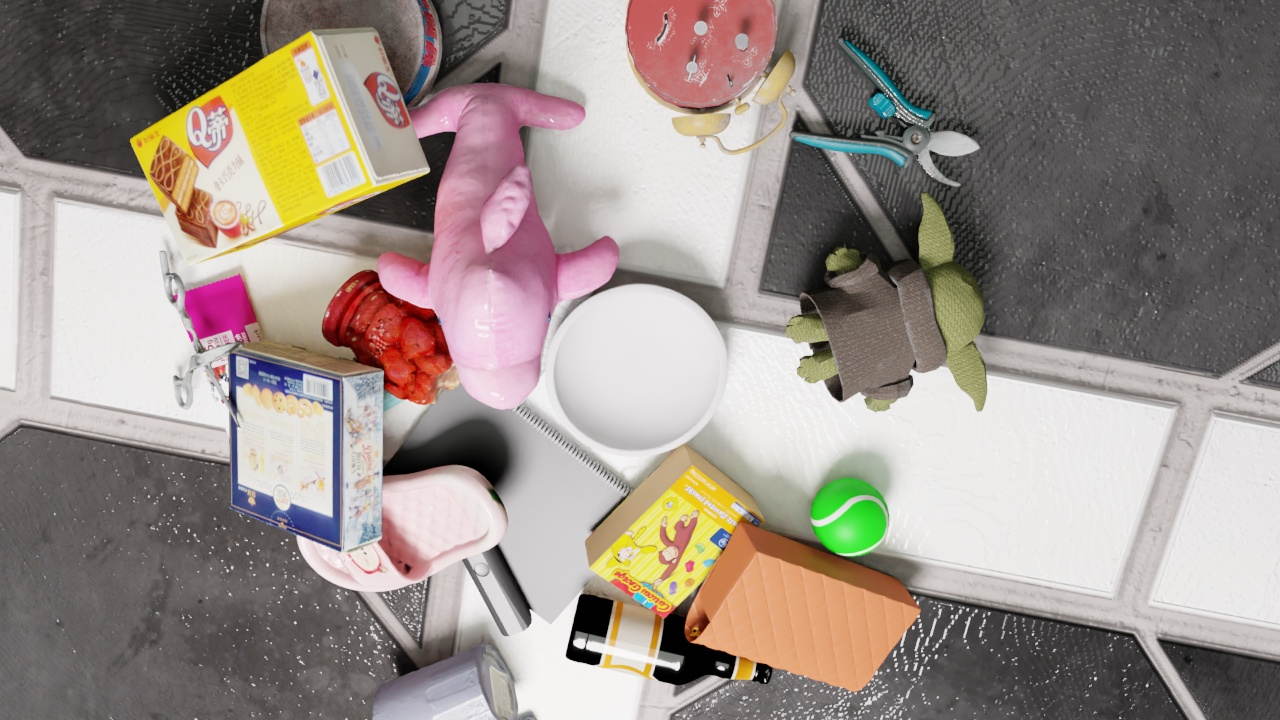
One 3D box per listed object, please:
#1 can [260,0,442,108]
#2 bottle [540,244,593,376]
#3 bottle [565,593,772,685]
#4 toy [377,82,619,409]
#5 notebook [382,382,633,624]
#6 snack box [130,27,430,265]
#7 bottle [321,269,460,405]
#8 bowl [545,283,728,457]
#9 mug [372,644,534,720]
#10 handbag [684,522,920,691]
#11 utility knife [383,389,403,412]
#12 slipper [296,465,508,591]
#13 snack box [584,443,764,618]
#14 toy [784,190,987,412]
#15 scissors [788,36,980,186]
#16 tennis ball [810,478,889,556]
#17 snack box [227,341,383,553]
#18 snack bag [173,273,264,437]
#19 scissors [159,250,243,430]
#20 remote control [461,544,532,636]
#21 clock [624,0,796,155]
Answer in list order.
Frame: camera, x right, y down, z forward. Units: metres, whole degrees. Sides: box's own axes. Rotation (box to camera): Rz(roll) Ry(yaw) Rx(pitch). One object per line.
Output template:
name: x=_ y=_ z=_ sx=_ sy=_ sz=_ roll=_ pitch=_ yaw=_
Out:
can: x=-0.224 y=-0.250 z=0.714 sx=0.130 sy=0.044 sz=0.130 roll=1 pitch=101 yaw=7
bottle: x=-0.082 y=-0.029 z=0.764 sx=0.044 sy=0.044 sz=0.136 roll=31 pitch=103 yaw=-4
bottle: x=0.027 y=0.257 z=0.817 sx=0.181 sy=0.059 sz=0.059 roll=13 pitch=103 yaw=0
toy: x=-0.106 y=-0.100 z=0.674 sx=0.186 sy=0.128 sz=0.265 roll=-4 pitch=73 yaw=-7
notebook: x=-0.116 y=0.121 z=0.816 sx=0.206 sy=0.016 sz=0.149 roll=38 pitch=103 yaw=-6
snack box: x=-0.276 y=-0.156 z=0.689 sx=0.231 sy=0.061 sz=0.110 roll=-13 pitch=104 yaw=33
bottle: x=-0.190 y=-0.023 z=0.751 sx=0.111 sy=0.098 sz=0.099 roll=32 pitch=103 yaw=9
bowl: x=-0.005 y=0.004 z=0.764 sx=0.149 sy=0.043 sz=0.150 roll=-2 pitch=109 yaw=-5
mug: x=-0.166 y=0.328 z=0.841 sx=0.104 sy=0.083 sz=0.124 roll=-25 pitch=124 yaw=6
handbag: x=0.135 y=0.216 z=0.792 sx=0.171 sy=0.060 sz=0.109 roll=23 pitch=105 yaw=-20
utility knife: x=-0.261 y=0.055 z=0.808 sx=0.166 sy=0.015 sz=0.022 roll=-30 pitch=93 yaw=12
slipper: x=-0.208 y=0.149 z=0.787 sx=0.222 sy=0.055 sz=0.107 roll=-20 pitch=106 yaw=27
snack box: x=0.028 y=0.147 z=0.789 sx=0.088 sy=0.040 sz=0.126 roll=39 pitch=103 yaw=-22
toy: x=0.196 y=-0.029 z=0.731 sx=0.153 sy=0.078 sz=0.179 roll=-19 pitch=102 yaw=-1
scissors: x=0.186 y=-0.185 z=0.726 sx=0.124 sy=0.019 sz=0.155 roll=-30 pitch=99 yaw=10
tennis ball: x=0.177 y=0.132 z=0.776 sx=0.065 sy=0.065 sz=0.065 roll=1 pitch=103 yaw=3
snack box: x=-0.274 y=0.066 z=0.745 sx=0.144 sy=0.042 sz=0.145 roll=12 pitch=105 yaw=30
snack bag: x=-0.345 y=0.028 z=0.802 sx=0.070 sy=0.016 sz=0.196 roll=-15 pitch=100 yaw=12
scissors: x=-0.372 y=-0.013 z=0.766 sx=0.142 sy=0.014 sz=0.175 roll=-39 pitch=74 yaw=39
remote control: x=-0.141 y=0.179 z=0.817 sx=0.033 sy=0.015 sz=0.147 roll=-23 pitch=102 yaw=10
clock: x=0.053 y=-0.232 z=0.689 sx=0.117 sy=0.081 sz=0.159 roll=-29 pitch=100 yaw=9
